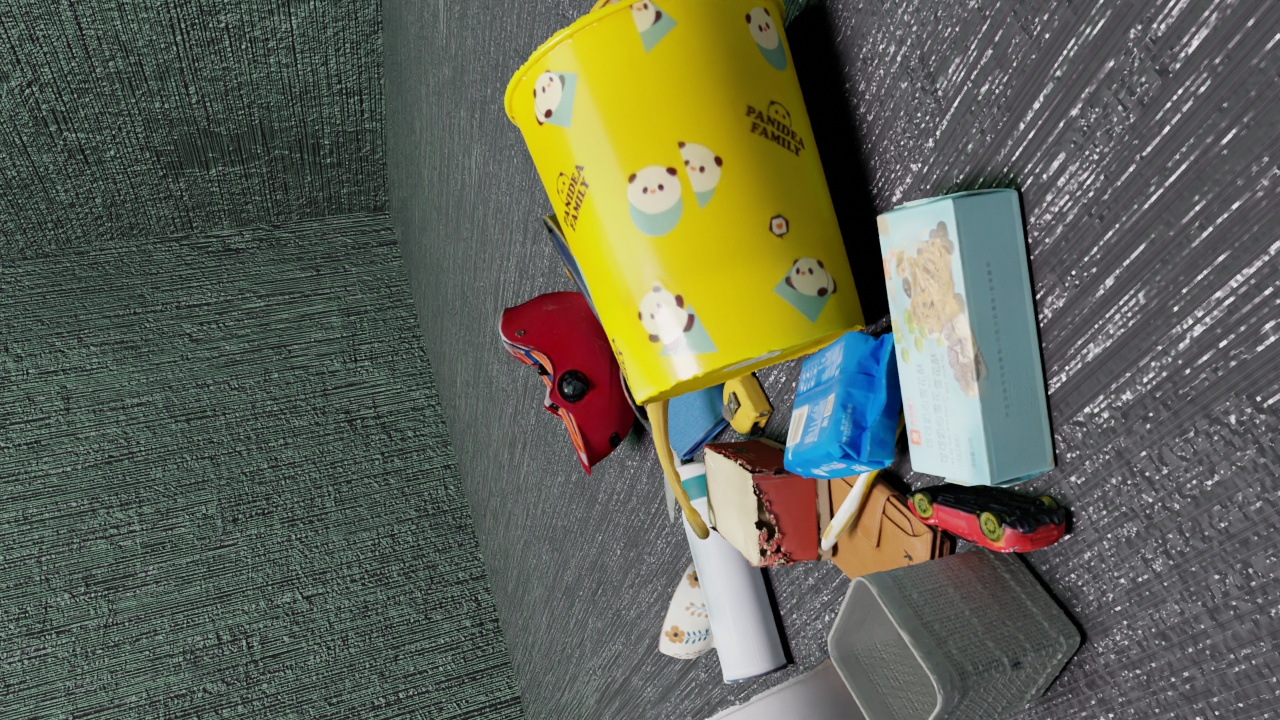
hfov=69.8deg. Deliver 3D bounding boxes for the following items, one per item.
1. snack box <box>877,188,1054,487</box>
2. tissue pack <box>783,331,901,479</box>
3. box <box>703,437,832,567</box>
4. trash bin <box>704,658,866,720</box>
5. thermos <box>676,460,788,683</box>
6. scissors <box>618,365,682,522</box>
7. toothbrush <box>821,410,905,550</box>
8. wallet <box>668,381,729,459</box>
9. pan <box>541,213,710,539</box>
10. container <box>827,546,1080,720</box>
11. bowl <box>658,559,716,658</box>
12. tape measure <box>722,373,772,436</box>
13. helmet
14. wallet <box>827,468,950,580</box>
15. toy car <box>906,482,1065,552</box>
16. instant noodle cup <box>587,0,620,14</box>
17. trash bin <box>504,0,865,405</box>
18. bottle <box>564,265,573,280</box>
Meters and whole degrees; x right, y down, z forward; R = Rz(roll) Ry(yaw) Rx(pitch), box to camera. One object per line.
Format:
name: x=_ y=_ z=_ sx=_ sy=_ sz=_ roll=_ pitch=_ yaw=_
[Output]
snack box: x=0.197 y=-0.014 z=0.563 sx=0.074 sy=0.051 sz=0.175 roll=-178 pitch=79 yaw=-70
tissue pack: x=0.149 y=0.036 z=0.661 sx=0.157 sy=0.052 sz=0.095 roll=123 pitch=162 yaw=-76
box: x=0.099 y=0.124 z=0.813 sx=0.168 sy=0.080 sz=0.091 roll=-164 pitch=69 yaw=-79
trash bin: x=0.134 y=0.390 z=0.714 sx=0.251 sy=0.229 sz=0.230 roll=64 pitch=156 yaw=23
thermos: x=0.088 y=0.212 z=0.951 sx=0.073 sy=0.073 sz=0.224 roll=135 pitch=122 yaw=-66
scissors: x=0.029 y=0.079 z=1.069 sx=0.189 sy=0.015 sz=0.227 roll=40 pitch=130 yaw=37
toothbrush: x=0.175 y=0.074 z=0.664 sx=0.018 sy=0.016 sz=0.192 roll=55 pitch=135 yaw=41
wallet: x=0.046 y=0.027 z=0.984 sx=0.107 sy=0.040 sz=0.133 roll=-49 pitch=55 yaw=40
pan: x=-0.005 y=0.005 z=0.904 sx=0.357 sy=0.078 sz=0.198 roll=57 pitch=177 yaw=16
container: x=0.195 y=0.177 z=0.574 sx=0.090 sy=0.114 sz=0.090 roll=-120 pitch=27 yaw=-42
bowl: x=0.070 y=0.279 z=1.011 sx=0.062 sy=0.113 sz=0.114 roll=20 pitch=130 yaw=19
tape measure: x=0.099 y=0.043 z=0.891 sx=0.057 sy=0.028 sz=0.060 roll=106 pitch=147 yaw=-52
helmet: x=-0.074 y=0.012 z=1.183 sx=0.240 sy=0.144 sz=0.207 roll=58 pitch=171 yaw=3
wallet: x=0.186 y=0.140 z=0.708 sx=0.132 sy=0.031 sz=0.108 roll=-136 pitch=39 yaw=-57
toy car: x=0.214 y=0.097 z=0.579 sx=0.106 sy=0.049 sz=0.031 roll=-167 pitch=70 yaw=-67
instant noodle cup: x=-0.008 y=-0.302 z=0.891 sx=0.114 sy=0.118 sz=0.118 roll=-130 pitch=34 yaw=-66
trash bin: x=0.042 y=-0.114 z=0.706 sx=0.255 sy=0.229 sz=0.230 roll=72 pitch=159 yaw=6
bottle: x=-0.051 y=-0.115 z=1.158 sx=0.189 sy=0.068 sz=0.068 roll=-140 pitch=43 yaw=-60
